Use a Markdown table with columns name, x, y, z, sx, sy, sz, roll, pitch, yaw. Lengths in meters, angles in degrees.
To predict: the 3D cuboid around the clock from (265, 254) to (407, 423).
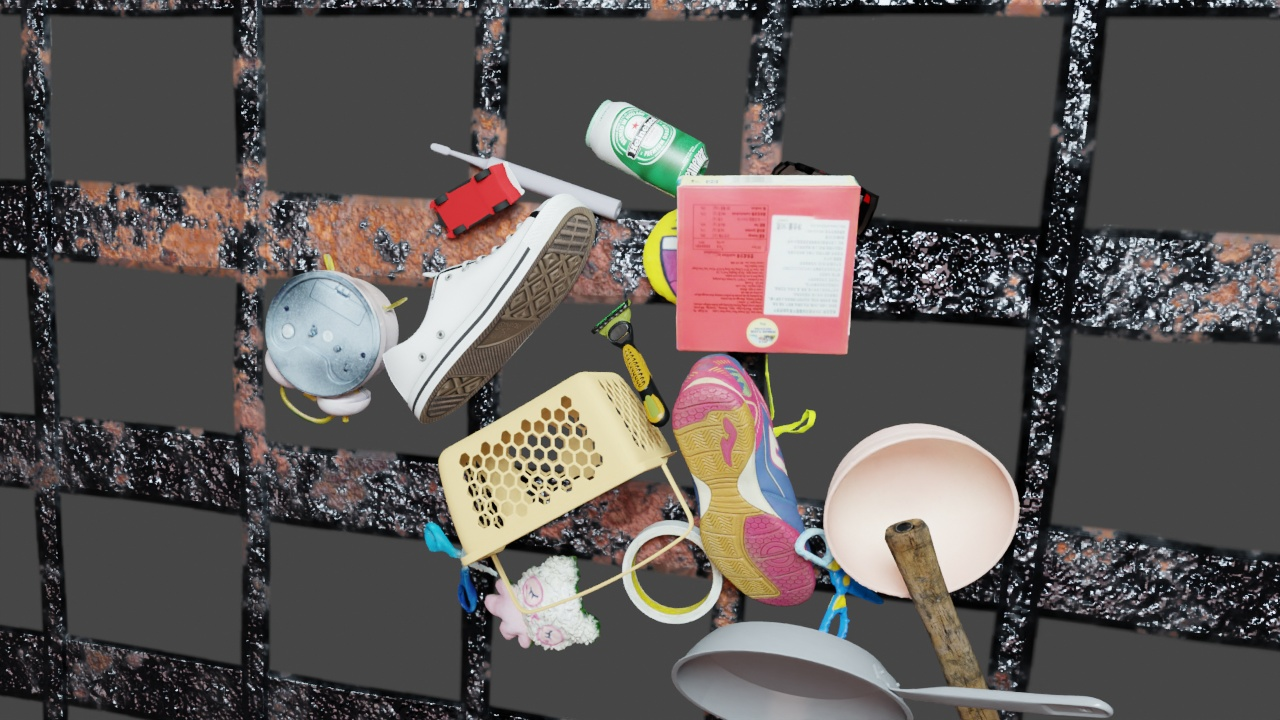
| name | x | y | z | sx | sy | sz | roll | pitch | yaw |
| --- | --- | --- | --- | --- | --- | --- | --- | --- | --- |
| clock | -0.297 | -0.011 | 0.877 | 0.117 | 0.058 | 0.158 | 28 | 102 | 9 |

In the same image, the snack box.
| name | x | y | z | sx | sy | sz | roll | pitch | yaw |
| --- | --- | --- | --- | --- | --- | --- | --- | --- | --- |
| snack box | 0.101 | -0.077 | 0.753 | 0.142 | 0.040 | 0.145 | 1 | 114 | 4 |

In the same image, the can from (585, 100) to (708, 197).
| name | x | y | z | sx | sy | sz | roll | pitch | yaw |
| --- | --- | --- | --- | --- | --- | --- | --- | --- | --- |
| can | 0.007 | -0.182 | 0.789 | 0.101 | 0.053 | 0.053 | 29 | 102 | 7 |

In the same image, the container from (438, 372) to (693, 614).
| name | x | y | z | sx | sy | sz | roll | pitch | yaw |
| --- | --- | --- | --- | --- | --- | --- | --- | --- | --- |
| container | -0.062 | 0.117 | 0.804 | 0.184 | 0.129 | 0.167 | -30 | 81 | 14 |

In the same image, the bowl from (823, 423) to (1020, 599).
| name | x | y | z | sx | sy | sz | roll | pitch | yaw |
| --- | --- | --- | --- | --- | --- | --- | --- | --- | --- |
| bowl | 0.224 | 0.113 | 0.760 | 0.153 | 0.076 | 0.153 | 1 | 111 | 2 |

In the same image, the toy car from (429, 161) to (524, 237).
| name | x | y | z | sx | sy | sz | roll | pitch | yaw |
| --- | --- | --- | --- | --- | --- | --- | --- | --- | --- |
| toy car | -0.151 | -0.146 | 0.836 | 0.090 | 0.025 | 0.038 | -21 | 106 | 34 |

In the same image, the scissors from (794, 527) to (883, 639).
| name | x | y | z | sx | sy | sz | roll | pitch | yaw |
| --- | --- | --- | --- | --- | --- | --- | --- | --- | --- |
| scissors | 0.170 | 0.187 | 0.787 | 0.014 | 0.125 | 0.130 | -2 | 140 | 50 |

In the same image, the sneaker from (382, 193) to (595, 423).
| name | x | y | z | sx | sy | sz | roll | pitch | yaw |
| --- | --- | --- | --- | --- | --- | --- | --- | --- | --- |
| sneaker | -0.145 | -0.062 | 0.829 | 0.097 | 0.091 | 0.246 | 46 | 107 | 17 |

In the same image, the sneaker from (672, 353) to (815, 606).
| name | x | y | z | sx | sy | sz | roll | pitch | yaw |
| --- | --- | --- | --- | --- | --- | --- | --- | --- | --- |
| sneaker | 0.102 | 0.104 | 0.801 | 0.116 | 0.090 | 0.242 | -13 | 113 | 19 |

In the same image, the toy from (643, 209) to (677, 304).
| name | x | y | z | sx | sy | sz | roll | pitch | yaw |
| --- | --- | --- | --- | --- | --- | --- | --- | --- | --- |
| toy | 0.050 | -0.089 | 0.798 | 0.095 | 0.041 | 0.094 | 15 | 105 | 5 |

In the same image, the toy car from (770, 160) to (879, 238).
| name | x | y | z | sx | sy | sz | roll | pitch | yaw |
| --- | --- | --- | --- | --- | --- | --- | --- | --- | --- |
| toy car | 0.151 | -0.136 | 0.771 | 0.092 | 0.036 | 0.042 | 22 | 103 | 4 |

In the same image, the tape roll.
| name | x | y | z | sx | sy | sz | roll | pitch | yaw |
| --- | --- | --- | --- | --- | --- | --- | --- | --- | --- |
| tape roll | 0.030 | 0.196 | 0.851 | 0.094 | 0.019 | 0.094 | 2 | 97 | 13 |

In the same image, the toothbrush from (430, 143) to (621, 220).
| name | x | y | z | sx | sy | sz | roll | pitch | yaw |
| --- | --- | --- | --- | --- | --- | --- | --- | --- | --- |
| toothbrush | -0.107 | -0.166 | 0.835 | 0.188 | 0.019 | 0.018 | 21 | 88 | 9 |

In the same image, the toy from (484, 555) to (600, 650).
| name | x | y | z | sx | sy | sz | roll | pitch | yaw |
| --- | --- | --- | --- | --- | --- | --- | --- | --- | --- |
| toy | -0.098 | 0.238 | 0.877 | 0.109 | 0.041 | 0.095 | -18 | 94 | 20 |

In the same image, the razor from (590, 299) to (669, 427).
| name | x | y | z | sx | sy | sz | roll | pitch | yaw |
| --- | --- | --- | --- | --- | --- | --- | --- | --- | --- |
| razor | -0.005 | 0.005 | 0.792 | 0.044 | 0.021 | 0.144 | -39 | 45 | 14 |

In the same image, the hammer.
| name | x | y | z | sx | sy | sz | roll | pitch | yaw |
| --- | --- | --- | --- | --- | --- | --- | --- | --- | --- |
| hammer | 0.264 | 0.275 | 0.761 | 0.120 | 0.033 | 0.330 | -21 | 107 | 14 |

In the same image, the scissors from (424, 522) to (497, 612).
| name | x | y | z | sx | sy | sz | roll | pitch | yaw |
| --- | --- | --- | --- | --- | --- | --- | --- | --- | --- |
| scissors | -0.164 | 0.198 | 0.869 | 0.129 | 0.014 | 0.119 | 0 | 111 | 49 |

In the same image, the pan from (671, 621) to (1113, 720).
| name | x | y | z | sx | sy | sz | roll | pitch | yaw |
| --- | --- | --- | --- | --- | --- | --- | --- | --- | --- |
| pan | 0.183 | 0.258 | 0.726 | 0.358 | 0.050 | 0.200 | -20 | 130 | 39 |
